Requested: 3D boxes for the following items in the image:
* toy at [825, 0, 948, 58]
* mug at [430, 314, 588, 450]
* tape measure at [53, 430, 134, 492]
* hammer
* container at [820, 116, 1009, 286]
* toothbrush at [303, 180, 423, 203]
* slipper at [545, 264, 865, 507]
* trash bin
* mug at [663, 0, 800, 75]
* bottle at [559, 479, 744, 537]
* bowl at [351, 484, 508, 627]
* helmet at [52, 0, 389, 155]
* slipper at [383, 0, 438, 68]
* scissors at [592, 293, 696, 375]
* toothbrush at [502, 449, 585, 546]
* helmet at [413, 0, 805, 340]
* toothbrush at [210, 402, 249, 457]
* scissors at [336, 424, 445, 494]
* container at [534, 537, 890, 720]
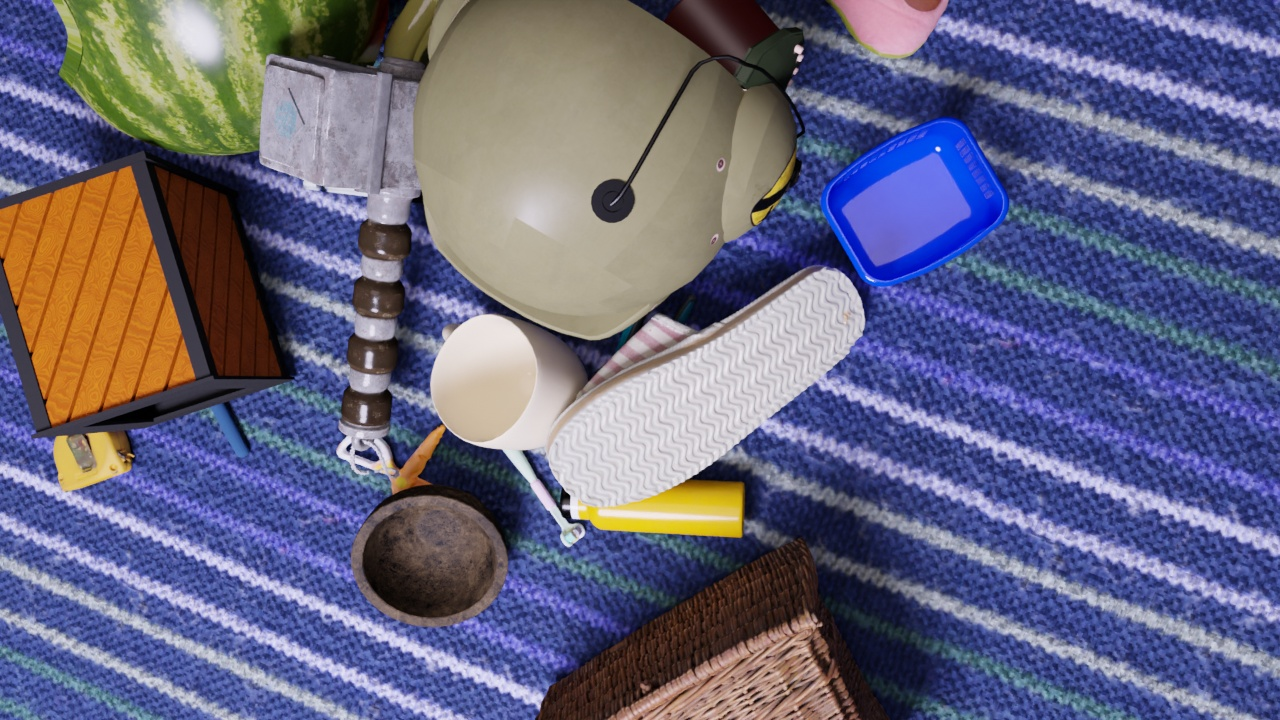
[{"bbox_3d":[0.172,-0.277,0.674,0.110,0.051,0.090,31,96,8],"label":"toy"},{"bbox_3d":[-0.100,0.013,0.711,0.120,0.099,0.096,43,102,26],"label":"mug"},{"bbox_3d":[-0.487,0.079,0.814,0.068,0.030,0.059,-18,91,9],"label":"tape measure"},{"bbox_3d":[-0.196,-0.057,0.688,0.079,0.176,0.327,22,110,32],"label":"hammer"},{"bbox_3d":[0.197,-0.113,0.674,0.114,0.058,0.096,-30,87,10],"label":"container"},{"bbox_3d":[-0.194,-0.135,0.763,0.187,0.012,0.017,9,97,9],"label":"toothbrush"},{"bbox_3d":[0.046,0.012,0.692,0.263,0.052,0.115,-32,119,-3],"label":"slipper"},{"bbox_3d":[-0.392,-0.045,0.725,0.140,0.139,0.172,-18,88,2],"label":"trash bin"},{"bbox_3d":[0.056,-0.222,0.692,0.082,0.073,0.106,51,124,4],"label":"mug"},{"bbox_3d":[0.009,0.114,0.724,0.144,0.043,0.043,2,93,10],"label":"bottle"},{"bbox_3d":[-0.167,0.149,0.744,0.121,0.056,0.121,-1,111,-4],"label":"bowl"},{"bbox_3d":[-0.308,-0.275,0.669,0.243,0.212,0.248,-1,120,-4],"label":"helmet"},{"bbox_3d":[-0.117,-0.278,0.706,0.081,0.091,0.191,46,102,3],"label":"slipper"},{"bbox_3d":[-0.009,-0.002,0.735,0.133,0.019,0.146,-18,91,12],"label":"scissors"},{"bbox_3d":[-0.097,0.085,0.755,0.022,0.015,0.154,-34,87,-25],"label":"toothbrush"},{"bbox_3d":[-0.033,-0.137,0.602,0.250,0.255,0.233,31,94,8],"label":"helmet"},{"bbox_3d":[-0.385,0.010,0.802,0.014,0.014,0.167,-29,87,2],"label":"toothbrush"},{"bbox_3d":[-0.205,0.101,0.776,0.131,0.011,0.125,37,97,3],"label":"scissors"},{"bbox_3d":[0.065,0.282,0.668,0.250,0.162,0.183,-34,91,10],"label":"container"}]
